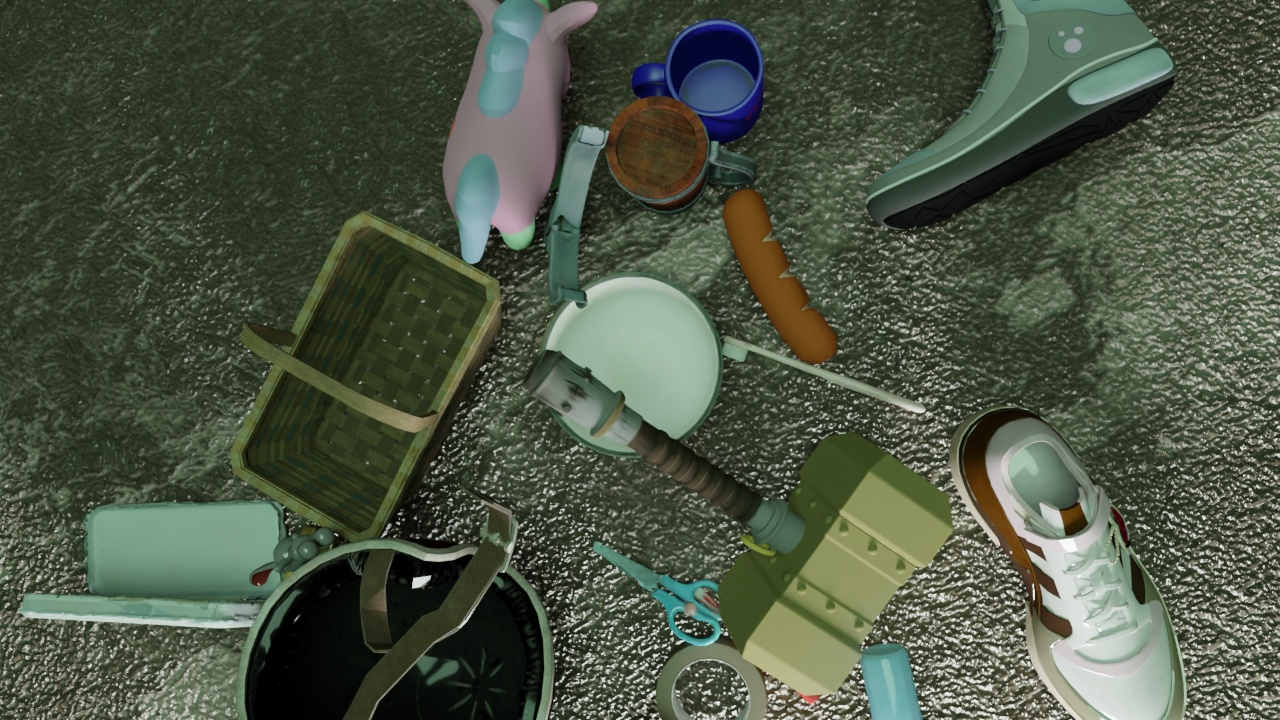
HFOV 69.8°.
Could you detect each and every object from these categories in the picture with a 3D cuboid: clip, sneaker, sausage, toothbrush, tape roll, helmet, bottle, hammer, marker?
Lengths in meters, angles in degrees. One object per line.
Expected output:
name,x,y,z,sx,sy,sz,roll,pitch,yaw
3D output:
clip,-0.051,-0.130,0.736,0.031,0.168,0.165,9,115,-16
sneaker,0.346,0.170,0.709,0.112,0.116,0.293,-23,85,6
sausage,0.116,-0.070,0.787,0.044,0.039,0.164,-28,85,6
toothbrush,0.156,0.015,0.791,0.181,0.015,0.018,19,98,8
tape roll,0.061,0.285,0.788,0.094,0.030,0.093,0,88,8
helmet,-0.179,0.237,0.712,0.234,0.253,0.233,0,68,23
bottle,0.214,0.305,0.762,0.040,0.040,0.130,-12,87,7
sneaker,0.282,-0.224,0.751,0.257,0.093,0.160,-25,77,8
hammer,0.054,0.092,0.709,0.325,0.100,0.190,34,93,-12
marker,0.097,0.243,0.795,0.142,0.013,0.013,41,94,7

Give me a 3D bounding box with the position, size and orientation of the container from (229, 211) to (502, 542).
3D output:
container,-0.228,0.015,0.757,0.157,0.186,0.250,28,92,8

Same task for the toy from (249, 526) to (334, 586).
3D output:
toy,-0.286,0.159,0.755,0.112,0.049,0.030,-26,103,44

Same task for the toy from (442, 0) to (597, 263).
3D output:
toy,-0.110,-0.197,0.756,0.120,0.171,0.221,12,57,8

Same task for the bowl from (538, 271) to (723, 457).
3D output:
bowl,-0.005,0.005,0.784,0.153,0.073,0.153,0,88,8

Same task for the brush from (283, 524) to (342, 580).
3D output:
brush,-0.300,0.247,0.825,0.043,0.059,0.195,7,87,1

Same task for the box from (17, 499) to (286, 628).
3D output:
box,-0.438,0.192,0.823,0.211,0.105,0.129,-5,84,7

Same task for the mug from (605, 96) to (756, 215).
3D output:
mug,0.037,-0.163,0.764,0.117,0.111,0.081,3,89,8

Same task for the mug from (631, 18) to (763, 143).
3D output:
mug,0.048,-0.234,0.778,0.111,0.083,0.079,2,89,8

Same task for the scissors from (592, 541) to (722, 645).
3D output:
scissors,0.014,0.194,0.796,0.136,0.015,0.055,29,74,15
